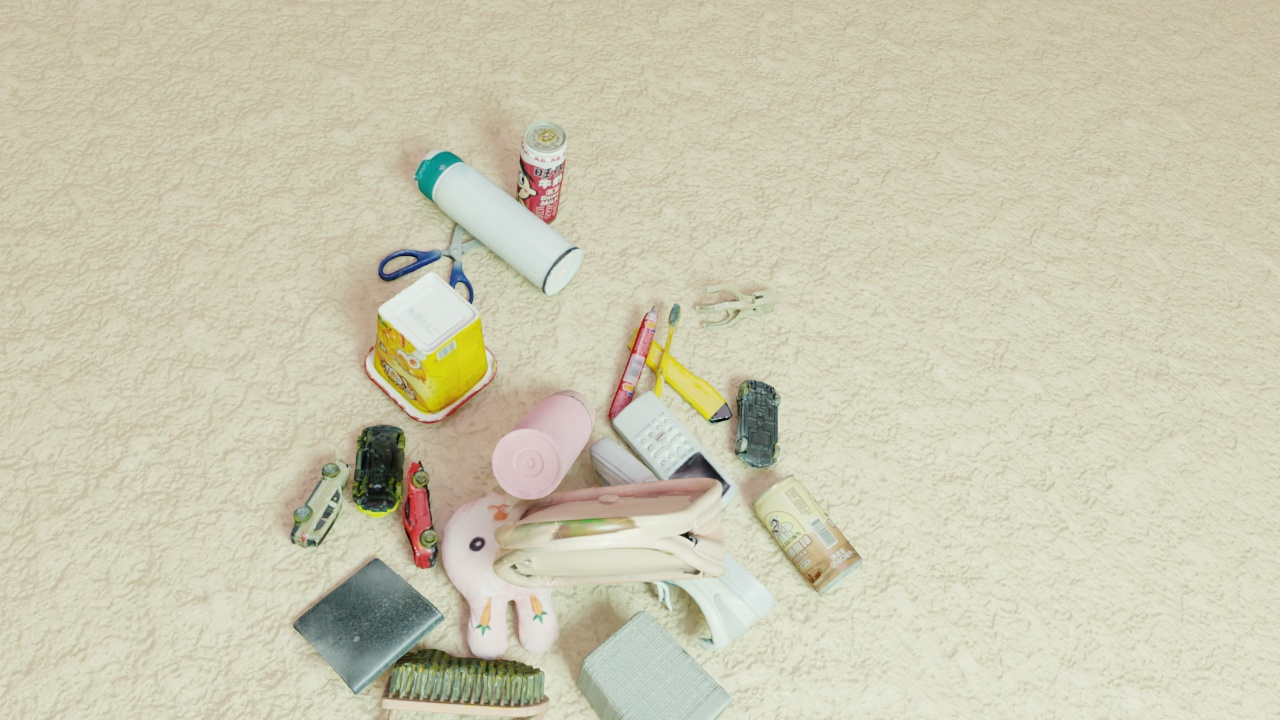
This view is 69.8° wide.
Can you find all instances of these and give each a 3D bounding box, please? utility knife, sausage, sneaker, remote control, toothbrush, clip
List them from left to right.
[{"bbox_3d":[-0.006,0.006,1.032,0.020,0.020,0.155,20,68,1],"label":"sausage"},{"bbox_3d":[0.018,0.182,0.910,0.090,0.089,0.242,-43,67,-6],"label":"sneaker"},{"bbox_3d":[0.022,0.019,1.026,0.016,0.018,0.191,12,67,6],"label":"toothbrush"},{"bbox_3d":[0.037,0.102,0.980,0.058,0.021,0.150,-39,79,-18],"label":"remote control"},{"bbox_3d":[0.044,0.018,1.047,0.154,0.015,0.033,43,71,15],"label":"utility knife"},{"bbox_3d":[0.112,-0.059,1.110,0.104,0.084,0.034,3,54,-39],"label":"clip"}]

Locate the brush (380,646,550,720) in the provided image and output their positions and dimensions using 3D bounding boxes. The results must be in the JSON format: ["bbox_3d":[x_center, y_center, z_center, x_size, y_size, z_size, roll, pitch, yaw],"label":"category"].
[{"bbox_3d":[-0.154,0.302,0.815,0.145,0.063,0.073,8,87,-9],"label":"brush"}]

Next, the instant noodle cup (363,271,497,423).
[{"bbox_3d":[-0.218,-0.017,0.953,0.116,0.124,0.115,41,61,14],"label":"instant noodle cup"}]

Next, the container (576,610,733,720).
[{"bbox_3d":[0.007,0.300,0.829,0.090,0.090,0.114,-34,68,-27],"label":"container"}]

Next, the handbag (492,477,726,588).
[{"bbox_3d":[-0.033,0.146,0.758,0.193,0.234,0.093,-7,80,11],"label":"handbag"}]

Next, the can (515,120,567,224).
[{"bbox_3d":[-0.119,-0.220,1.091,0.053,0.133,0.053,5,58,-9],"label":"can"}]

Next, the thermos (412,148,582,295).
[{"bbox_3d":[-0.172,-0.169,1.082,0.224,0.073,0.073,39,60,13],"label":"thermos"}]

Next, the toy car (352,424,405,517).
[{"bbox_3d":[-0.262,0.111,0.923,0.048,0.032,0.105,0,48,-11],"label":"toy car"}]

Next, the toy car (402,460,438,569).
[{"bbox_3d":[-0.217,0.150,0.898,0.031,0.049,0.106,-5,61,-16],"label":"toy car"}]

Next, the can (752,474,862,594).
[{"bbox_3d":[0.172,0.180,0.950,0.058,0.059,0.116,-28,68,-25],"label":"can"}]

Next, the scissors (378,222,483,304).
[{"bbox_3d":[-0.227,-0.119,1.081,0.175,0.012,0.162,-11,61,-19],"label":"scissors"}]

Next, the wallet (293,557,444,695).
[{"bbox_3d":[-0.247,0.234,0.827,0.097,0.019,0.121,-38,40,-29],"label":"wallet"}]

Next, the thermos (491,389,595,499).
[{"bbox_3d":[-0.097,0.076,0.895,0.087,0.198,0.067,-15,99,8],"label":"thermos"}]

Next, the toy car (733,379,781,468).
[{"bbox_3d":[0.129,0.072,1.022,0.049,0.031,0.105,13,60,-14],"label":"toy car"}]

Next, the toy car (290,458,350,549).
[{"bbox_3d":[-0.307,0.139,0.891,0.035,0.042,0.090,26,58,-7],"label":"toy car"}]

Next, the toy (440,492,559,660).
[{"bbox_3d":[-0.127,0.203,0.883,0.121,0.054,0.159,-6,68,-18],"label":"toy"}]
